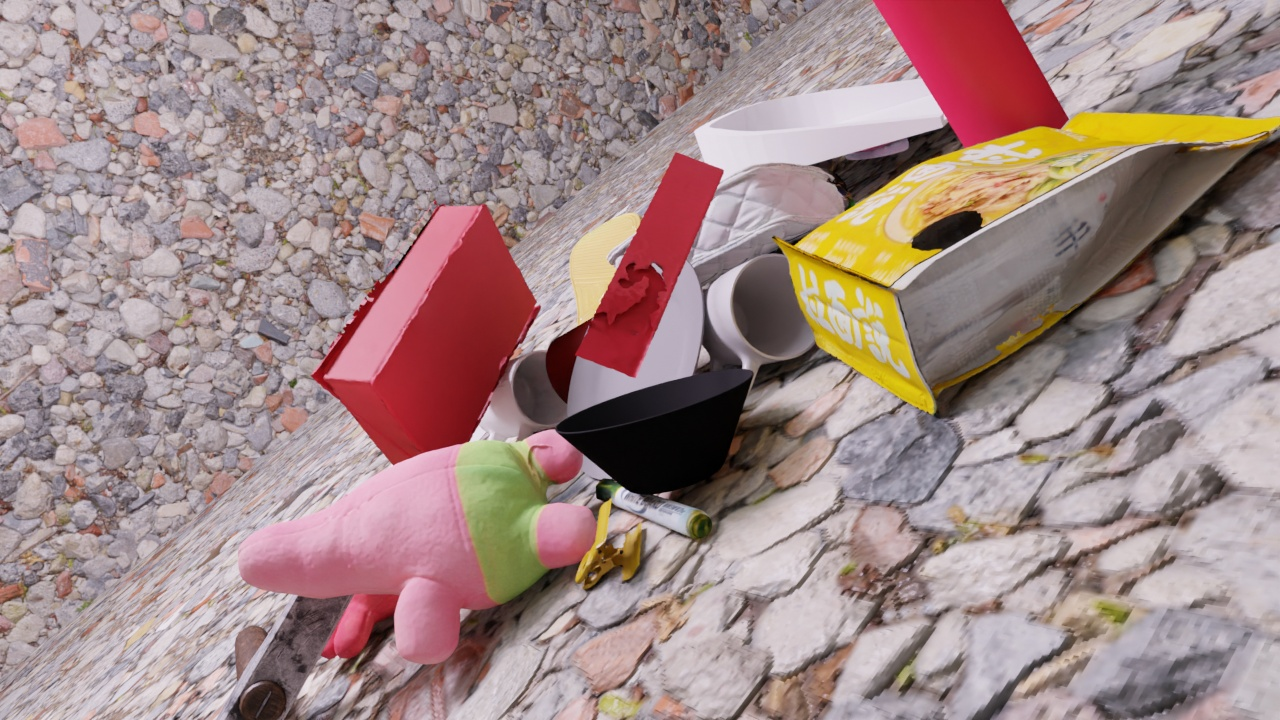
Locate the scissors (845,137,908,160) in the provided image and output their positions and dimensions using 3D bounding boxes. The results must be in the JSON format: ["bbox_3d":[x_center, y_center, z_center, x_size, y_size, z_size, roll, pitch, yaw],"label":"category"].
[{"bbox_3d":[0.215,-0.207,0.868,0.175,0.013,0.171,-25,17,-18],"label":"scissors"}]

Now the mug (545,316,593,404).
[{"bbox_3d":[-0.020,-0.006,0.814,0.083,0.073,0.105,-27,-6,36],"label":"mug"}]

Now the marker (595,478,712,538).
[{"bbox_3d":[0.005,0.089,0.560,0.017,0.017,0.147,-43,16,-18],"label":"marker"}]

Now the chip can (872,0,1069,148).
[{"bbox_3d":[0.208,-0.223,0.612,0.069,0.220,0.069,-35,15,11],"label":"chip can"}]

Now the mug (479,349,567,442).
[{"bbox_3d":[-0.117,0.050,0.880,0.091,0.073,0.110,-17,51,54],"label":"mug"}]

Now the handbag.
[{"bbox_3d":[0.078,-0.098,0.800,0.195,0.072,0.138,-25,-11,41],"label":"handbag"}]

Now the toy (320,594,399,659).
[{"bbox_3d":[-0.208,0.180,0.730,0.092,0.045,0.134,-33,19,36],"label":"toy"}]

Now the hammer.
[{"bbox_3d":[-0.295,0.216,0.757,0.217,0.037,0.301,-63,18,-19],"label":"hammer"}]

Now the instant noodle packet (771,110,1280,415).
[{"bbox_3d":[0.202,-0.081,0.509,0.221,0.084,0.163,-32,16,-2],"label":"instant noodle packet"}]

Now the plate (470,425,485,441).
[{"bbox_3d":[-0.245,0.094,1.089,0.174,0.036,0.173,-35,15,11],"label":"plate"}]

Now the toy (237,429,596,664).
[{"bbox_3d":[-0.147,0.116,0.607,0.236,0.097,0.191,-12,32,-2],"label":"toy"}]

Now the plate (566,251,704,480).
[{"bbox_3d":[-0.004,0.004,0.691,0.179,0.012,0.178,-37,43,44],"label":"plate"}]

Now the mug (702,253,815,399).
[{"bbox_3d":[0.070,-0.014,0.642,0.090,0.071,0.107,-17,52,69],"label":"mug"}]

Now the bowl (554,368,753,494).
[{"bbox_3d":[0.015,0.048,0.556,0.124,0.052,0.124,-16,6,2],"label":"bowl"}]

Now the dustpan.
[{"bbox_3d":[0.178,-0.237,0.883,0.258,0.053,0.190,-9,21,36],"label":"dustpan"}]

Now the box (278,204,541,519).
[{"bbox_3d":[-0.239,0.020,0.880,0.376,0.148,0.212,-29,31,49],"label":"box"}]

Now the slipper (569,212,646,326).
[{"bbox_3d":[-0.016,-0.068,0.975,0.100,0.078,0.262,-33,33,21],"label":"slipper"}]

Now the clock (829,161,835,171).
[{"bbox_3d":[0.130,-0.148,0.896,0.148,0.056,0.103,-32,16,29],"label":"clock"}]

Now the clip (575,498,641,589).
[{"bbox_3d":[-0.019,0.112,0.539,0.048,0.046,0.054,-3,20,1],"label":"clip"}]

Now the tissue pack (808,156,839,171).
[{"bbox_3d":[0.138,-0.210,1.052,0.182,0.071,0.103,-24,19,32],"label":"tissue pack"}]
